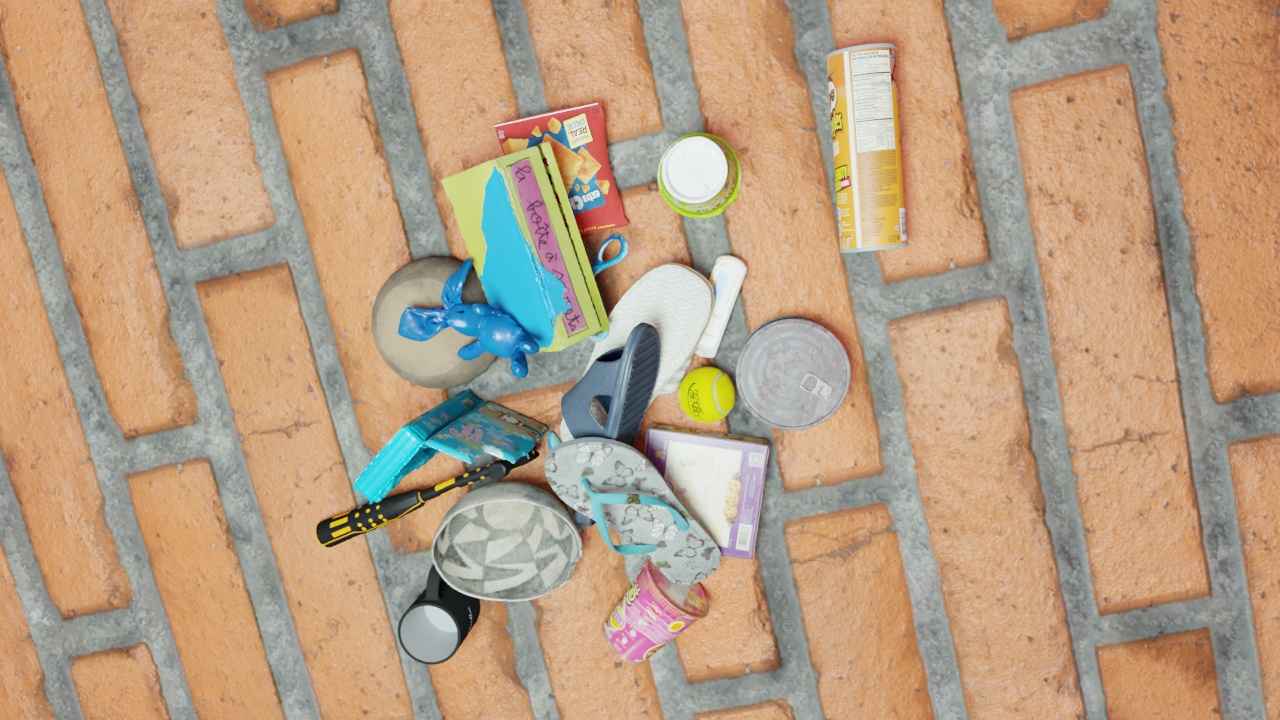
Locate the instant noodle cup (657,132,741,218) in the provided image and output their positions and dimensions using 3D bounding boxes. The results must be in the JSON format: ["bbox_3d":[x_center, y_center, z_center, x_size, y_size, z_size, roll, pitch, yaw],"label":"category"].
[{"bbox_3d":[0.063,-0.209,1.019,0.099,0.108,0.099,1,98,7],"label":"instant noodle cup"}]

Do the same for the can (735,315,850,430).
[{"bbox_3d":[0.177,0.014,1.070,0.130,0.044,0.130,1,98,6],"label":"can"}]

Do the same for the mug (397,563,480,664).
[{"bbox_3d":[-0.248,0.304,1.138,0.078,0.088,0.113,3,99,6],"label":"mug"}]

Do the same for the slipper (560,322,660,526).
[{"bbox_3d":[-0.047,0.065,1.042,0.082,0.101,0.264,25,118,18],"label":"slipper"}]

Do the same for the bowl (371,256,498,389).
[{"bbox_3d":[-0.247,-0.043,1.096,0.162,0.070,0.162,1,98,6],"label":"bowl"}]

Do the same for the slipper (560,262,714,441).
[{"bbox_3d":[-0.006,0.006,1.087,0.114,0.054,0.273,34,109,2],"label":"slipper"}]

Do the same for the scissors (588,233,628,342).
[{"bbox_3d":[-0.055,-0.093,1.068,0.140,0.011,0.134,-41,62,32],"label":"scissors"}]

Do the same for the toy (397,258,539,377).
[{"bbox_3d":[-0.177,-0.042,1.013,0.176,0.071,0.113,27,102,22],"label":"toy"}]

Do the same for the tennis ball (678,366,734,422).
[{"bbox_3d":[0.078,0.040,1.075,0.065,0.065,0.065,1,98,6],"label":"tennis ball"}]

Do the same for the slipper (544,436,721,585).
[{"bbox_3d":[0.005,0.175,1.017,0.098,0.054,0.268,-41,120,11],"label":"slipper"}]

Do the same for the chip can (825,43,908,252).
[{"bbox_3d":[0.250,-0.230,1.011,0.075,0.075,0.215,-5,98,7],"label":"chip can"}]

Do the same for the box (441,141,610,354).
[{"bbox_3d":[-0.127,-0.119,1.031,0.125,0.082,0.221,-6,110,50],"label":"box"}]

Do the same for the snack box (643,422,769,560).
[{"bbox_3d":[0.073,0.157,1.105,0.148,0.040,0.143,8,99,5],"label":"snack box"}]

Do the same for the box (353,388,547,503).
[{"bbox_3d":[-0.209,0.084,1.031,0.169,0.227,0.086,-13,97,8],"label":"box"}]

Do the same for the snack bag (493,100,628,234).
[{"bbox_3d":[-0.092,-0.216,1.068,0.131,0.039,0.144,-9,108,9],"label":"snack bag"}]

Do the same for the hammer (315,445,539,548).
[{"bbox_3d":[-0.266,0.166,1.124,0.321,0.123,0.036,-22,91,19],"label":"hammer"}]

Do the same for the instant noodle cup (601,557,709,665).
[{"bbox_3d":[0.012,0.308,1.112,0.097,0.097,0.109,40,107,0],"label":"instant noodle cup"}]

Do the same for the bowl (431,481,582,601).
[{"bbox_3d":[-0.161,0.205,1.109,0.178,0.081,0.179,-4,126,-6],"label":"bowl"}]

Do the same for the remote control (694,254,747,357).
[{"bbox_3d":[0.089,-0.063,1.083,0.038,0.018,0.126,20,102,3],"label":"remote control"}]

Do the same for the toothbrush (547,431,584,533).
[{"bbox_3d":[-0.092,0.152,1.134,0.017,0.022,0.135,-7,100,39],"label":"toothbrush"}]
